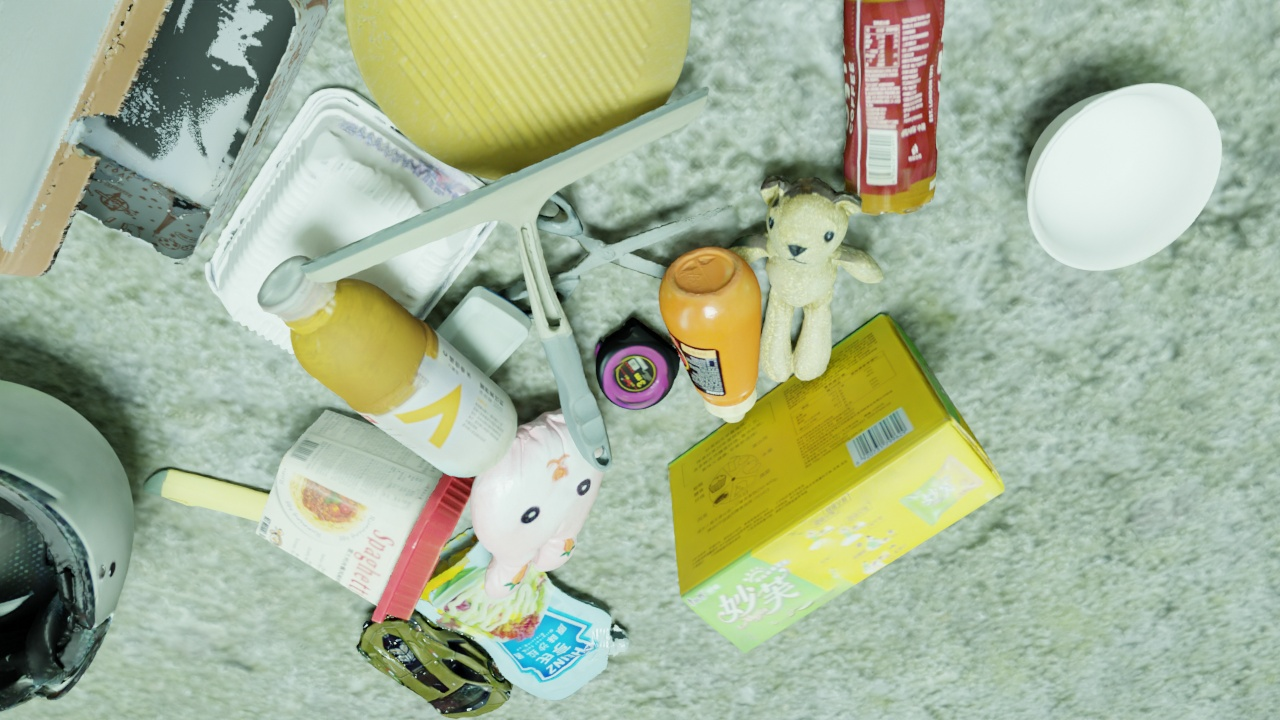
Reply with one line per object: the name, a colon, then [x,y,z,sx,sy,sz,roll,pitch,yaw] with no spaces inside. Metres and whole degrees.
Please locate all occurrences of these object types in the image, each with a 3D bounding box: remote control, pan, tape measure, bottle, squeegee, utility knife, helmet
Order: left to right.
helmet: [-0.454,0.111,0.614,0.230,0.156,0.275,33,123,-23]
utility knife: [-0.273,0.123,0.713,0.216,0.022,0.031,21,117,-8]
bottle: [-0.149,0.006,0.560,0.068,0.068,0.189,-29,137,12]
pan: [-0.108,-0.258,0.489,0.198,0.078,0.357,-29,125,11]
remote control: [-0.128,0.001,0.640,0.049,0.024,0.125,34,125,-20]
squeegee: [-0.053,-0.021,0.582,0.246,0.039,0.247,-28,133,-16]
tape measure: [-0.004,0.004,0.653,0.057,0.039,0.058,33,108,-20]
bottle: [0.055,-0.008,0.633,0.067,0.066,0.150,-13,137,3]
bottle: [0.150,-0.177,0.548,0.057,0.057,0.175,-8,121,0]

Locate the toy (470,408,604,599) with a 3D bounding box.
toy: [-0.075,0.109,0.681,0.121,0.054,0.160,-25,136,-38]

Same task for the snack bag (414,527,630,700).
snack bag: [-0.098,0.218,0.774,0.110,0.039,0.191,-40,117,5]

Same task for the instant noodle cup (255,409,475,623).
instant noodle cup: [-0.195,0.105,0.662,0.124,0.116,0.117,27,115,-5]

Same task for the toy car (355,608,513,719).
toy car: [-0.174,0.264,0.792,0.070,0.042,0.158,-34,120,15]

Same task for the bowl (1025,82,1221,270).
bowl: [0.293,-0.124,0.586,0.118,0.064,0.118,-2,120,-4]

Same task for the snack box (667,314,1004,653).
snack box: [0.121,0.080,0.639,0.210,0.157,0.070,-38,113,17]

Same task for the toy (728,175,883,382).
toy: [0.106,-0.050,0.615,0.105,0.066,0.157,12,134,16]

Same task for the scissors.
scissors: [-0.025,-0.067,0.606,0.179,0.014,0.160,21,135,-32]

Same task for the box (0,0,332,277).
box: [-0.274,-0.147,0.465,0.152,0.174,0.183,28,115,-20]

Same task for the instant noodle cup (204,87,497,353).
instant noodle cup: [-0.189,-0.067,0.586,0.138,0.060,0.174,34,111,-21]
